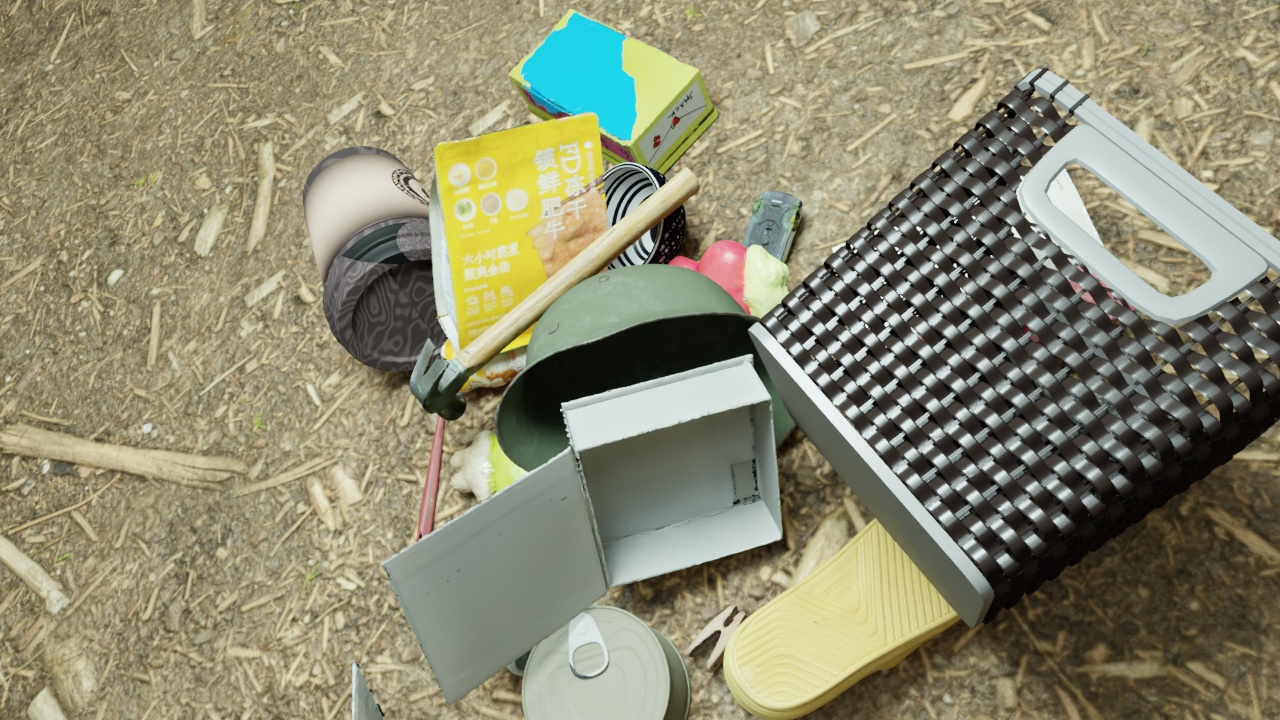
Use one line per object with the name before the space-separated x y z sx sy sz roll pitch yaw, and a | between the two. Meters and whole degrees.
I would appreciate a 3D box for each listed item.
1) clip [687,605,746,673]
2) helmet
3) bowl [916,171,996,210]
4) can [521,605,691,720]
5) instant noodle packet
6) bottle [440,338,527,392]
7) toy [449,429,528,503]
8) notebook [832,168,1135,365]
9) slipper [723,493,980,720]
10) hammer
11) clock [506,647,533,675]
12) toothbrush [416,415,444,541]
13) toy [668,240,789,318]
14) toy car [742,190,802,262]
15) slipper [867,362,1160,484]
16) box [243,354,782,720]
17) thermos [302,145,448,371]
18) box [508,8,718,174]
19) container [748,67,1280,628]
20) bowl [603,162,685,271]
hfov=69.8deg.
clip | 0.062 0.234 0.790 0.045 0.025 0.061 26 70 27
helmet | -0.005 0.005 0.829 0.268 0.227 0.153 -19 43 0
bowl | 0.308 -0.115 0.840 0.124 0.052 0.124 -6 72 19
can | -0.026 0.277 0.771 0.128 0.073 0.127 -8 64 17
instant noodle packet | -0.116 -0.124 0.882 0.162 0.222 0.084 -17 46 -23
bottle | -0.150 -0.004 0.957 0.109 0.063 0.063 -11 62 4
toy | -0.137 0.103 0.913 0.118 0.043 0.092 -14 64 17
notebook | 0.290 -0.071 0.795 0.209 0.012 0.153 -20 66 13
slipper | 0.180 0.196 0.727 0.263 0.078 0.099 -28 58 -19
hammer | -0.077 -0.067 0.851 0.330 0.132 0.033 -40 75 -5
clock | -0.108 0.226 0.801 0.057 0.117 0.083 34 81 36
toothbrush | -0.216 0.099 0.959 0.016 0.016 0.189 -5 64 17
toy | 0.084 -0.072 0.898 0.135 0.045 0.092 2 106 35
toy car | 0.128 -0.118 0.923 0.048 0.033 0.105 18 87 25
slipper | 0.303 0.043 0.772 0.269 0.055 0.098 21 77 29
box | -0.076 0.141 0.717 0.418 0.166 0.108 -23 36 -16
thermos | -0.279 -0.122 1.005 0.173 0.173 0.226 -36 52 1
box | -0.035 -0.305 1.050 0.221 0.079 0.124 35 80 33
container | 0.251 0.012 0.629 0.243 0.245 0.247 -38 63 1
bowl | 0.004 -0.140 0.953 0.120 0.066 0.120 -3 87 46
